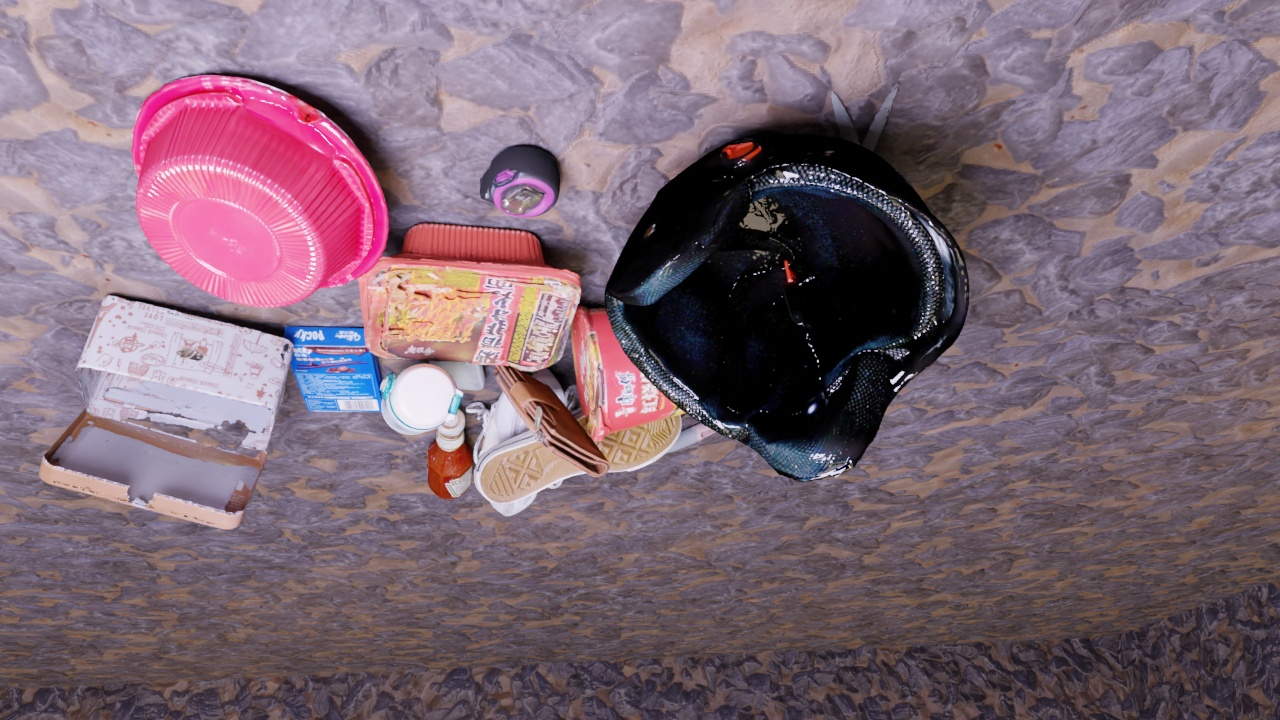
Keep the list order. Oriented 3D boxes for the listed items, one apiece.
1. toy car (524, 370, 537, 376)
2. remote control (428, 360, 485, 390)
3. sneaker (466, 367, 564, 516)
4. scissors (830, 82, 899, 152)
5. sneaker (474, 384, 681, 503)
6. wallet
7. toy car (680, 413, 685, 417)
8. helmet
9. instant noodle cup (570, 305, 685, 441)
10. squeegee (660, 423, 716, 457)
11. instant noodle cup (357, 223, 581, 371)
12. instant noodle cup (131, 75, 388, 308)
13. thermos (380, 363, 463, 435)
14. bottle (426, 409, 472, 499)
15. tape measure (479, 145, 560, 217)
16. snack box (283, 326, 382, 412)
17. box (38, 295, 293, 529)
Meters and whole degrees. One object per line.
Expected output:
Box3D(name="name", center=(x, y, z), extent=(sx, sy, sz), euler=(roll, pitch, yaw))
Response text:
Box3D(name="toy car", center=(-0.136, -0.013, 0.964), extent=(0.043, 0.036, 0.091), euler=(-13, 148, 18))
Box3D(name="remote control", center=(-0.199, -0.005, 0.977), extent=(0.056, 0.020, 0.136), euler=(6, 153, 1))
Box3D(name="sneaker", center=(-0.157, 0.081, 1.106), extent=(0.089, 0.091, 0.243), euler=(-24, 147, -37))
Box3D(name="scissors", center=(0.182, -0.159, 0.760), extent=(0.175, 0.014, 0.160), euler=(18, 142, -33))
Box3D(name="sneaker", center=(-0.075, 0.091, 1.040), extent=(0.240, 0.118, 0.088), euler=(-19, -163, -12))
Box3D(name="wallet", center=(-0.098, 0.054, 0.925), extent=(0.035, 0.130, 0.119), euler=(-43, 141, 2))
Box3D(name="toy car", center=(0.007, 0.062, 1.116), extent=(0.070, 0.042, 0.159), euler=(19, 137, -35))
Box3D(name="helmet", center=(0.109, -0.062, 0.703), extent=(0.275, 0.229, 0.233), euler=(-25, 121, 32))
Box3D(name="instant noodle cup", center=(-0.005, 0.005, 0.926), extent=(0.108, 0.137, 0.138), euler=(-9, 154, -12))
Box3D(name="squeegee", center=(0.081, 0.098, 1.204), extent=(0.250, 0.040, 0.247), euler=(-19, 134, 35))
Box3D(name="instant noodle cup", center=(-0.155, -0.058, 0.826), extent=(0.188, 0.079, 0.165), euler=(2, 151, -14))
Box3D(name="instant noodle cup", center=(-0.287, -0.105, 0.669), extent=(0.194, 0.065, 0.194), euler=(6, 137, 5))
Box3D(name="thermos", center=(-0.227, 0.040, 0.926), extent=(0.073, 0.073, 0.224), euler=(4, 174, -17))
Box3D(name="bottle", center=(-0.243, 0.117, 1.168), extent=(0.059, 0.059, 0.207), euler=(1, 151, -11))
Box3D(name="tape measure", center=(-0.092, -0.138, 0.723), extent=(0.057, 0.039, 0.058), euler=(18, 145, -36))
Box3D(name="snack box", center=(-0.326, 0.012, 0.988), extent=(0.084, 0.026, 0.157), euler=(1, 152, -9))
Box3D(name="box", center=(-0.452, 0.066, 0.881), extent=(0.182, 0.180, 0.154), euler=(15, 148, -18))
